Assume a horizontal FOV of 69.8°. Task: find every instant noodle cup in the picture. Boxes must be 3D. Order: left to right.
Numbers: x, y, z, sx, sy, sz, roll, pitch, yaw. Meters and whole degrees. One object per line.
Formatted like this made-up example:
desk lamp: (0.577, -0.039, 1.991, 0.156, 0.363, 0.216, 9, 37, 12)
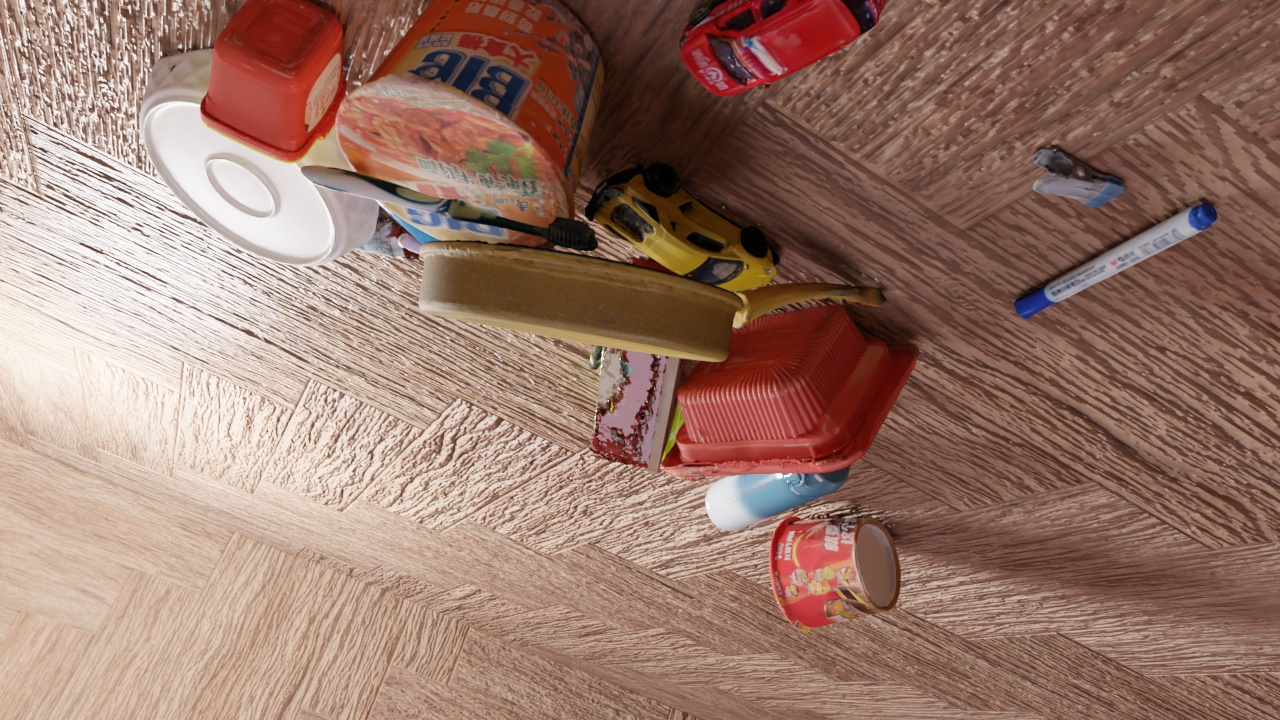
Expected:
instant noodle cup: (-0.095, -0.153, 0.569, 0.151, 0.111, 0.152, 15, 152, 8)
instant noodle cup: (0.111, 0.021, 0.735, 0.189, 0.164, 0.079, -8, 119, 40)
instant noodle cup: (0.233, 0.244, 1.082, 0.109, 0.137, 0.138, -19, 135, 38)

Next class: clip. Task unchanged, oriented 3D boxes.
clip: (0.257, -0.104, 0.541, 0.056, 0.028, 0.024, 16, 156, -17)

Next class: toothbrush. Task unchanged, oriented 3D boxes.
toothbrush: (-0.117, -0.095, 0.551, 0.192, 0.016, 0.018, 15, 143, 7)
toothbrush: (-0.122, -0.071, 0.807, 0.189, 0.021, 0.029, 21, 177, -24)
toothbrush: (-0.033, -0.031, 0.854, 0.012, 0.017, 0.186, 17, 153, -3)

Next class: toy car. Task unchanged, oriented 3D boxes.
toy car: (0.034, -0.092, 0.680, 0.155, 0.041, 0.071, 29, 151, -21)
toy car: (0.072, -0.179, 0.495, 0.053, 0.045, 0.121, 39, 149, -31)

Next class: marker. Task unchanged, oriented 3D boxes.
marker: (0.302, -0.062, 0.595, 0.017, 0.016, 0.146, 26, 152, -13)

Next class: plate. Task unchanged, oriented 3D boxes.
plate: (-0.315, -0.153, 0.749, 0.205, 0.045, 0.205, 17, 145, 12)

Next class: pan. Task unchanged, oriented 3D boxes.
pan: (0.031, -0.040, 0.606, 0.356, 0.078, 0.198, 10, 179, -33)

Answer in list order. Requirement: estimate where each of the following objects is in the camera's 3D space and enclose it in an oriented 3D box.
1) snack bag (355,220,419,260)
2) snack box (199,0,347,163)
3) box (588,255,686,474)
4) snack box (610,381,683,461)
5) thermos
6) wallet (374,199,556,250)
snack bag: (-0.249, -0.114, 0.828, 0.105, 0.026, 0.045, 12, 138, 12)
snack box: (-0.241, -0.193, 0.616, 0.082, 0.091, 0.080, 25, 145, -11)
box: (-0.004, 0.004, 0.765, 0.078, 0.091, 0.169, 13, 126, 6)
snack box: (0.004, 0.041, 0.919, 0.086, 0.026, 0.157, 41, 158, 19)
thermos: (0.145, 0.135, 0.997, 0.070, 0.070, 0.221, 25, 152, -12)
wallet: (-0.128, -0.097, 0.710, 0.107, 0.040, 0.133, -2, 148, 38)
